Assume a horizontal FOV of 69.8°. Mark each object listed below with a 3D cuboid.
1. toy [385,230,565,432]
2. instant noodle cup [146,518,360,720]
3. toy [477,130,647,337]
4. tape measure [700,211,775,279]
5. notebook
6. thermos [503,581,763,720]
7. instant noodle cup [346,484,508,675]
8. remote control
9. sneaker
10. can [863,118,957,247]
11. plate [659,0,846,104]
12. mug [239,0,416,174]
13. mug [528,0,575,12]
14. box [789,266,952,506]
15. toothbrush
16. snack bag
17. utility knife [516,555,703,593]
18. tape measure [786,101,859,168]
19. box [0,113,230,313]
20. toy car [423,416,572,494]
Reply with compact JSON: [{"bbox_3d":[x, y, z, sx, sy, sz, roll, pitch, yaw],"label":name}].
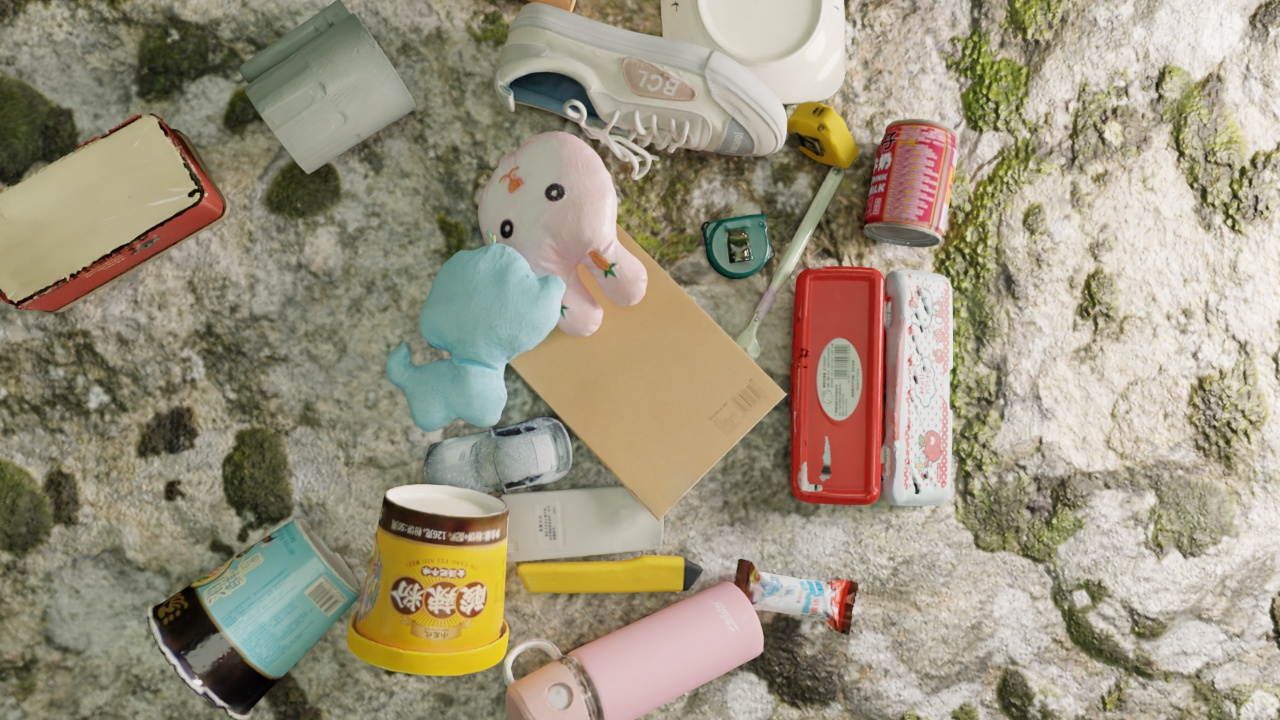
[{"bbox_3d":[-0.132,-0.023,0.728,0.161,0.049,0.156,-5,98,14],"label":"toy"},{"bbox_3d":[-0.283,0.185,0.693,0.120,0.111,0.111,-41,92,-15],"label":"instant noodle cup"},{"bbox_3d":[-0.062,-0.101,0.735,0.121,0.054,0.159,-35,87,21],"label":"toy"},{"bbox_3d":[0.084,-0.097,0.779,0.058,0.025,0.054,-10,88,-6],"label":"tape measure"},{"bbox_3d":[-0.004,0.004,0.758,0.149,0.012,0.211,-44,85,-7],"label":"notebook"},{"bbox_3d":[-0.008,0.230,0.710,0.198,0.067,0.087,-17,57,-24],"label":"thermos"},{"bbox_3d":[-0.152,0.159,0.689,0.118,0.118,0.114,9,93,-6],"label":"instant noodle cup"},{"bbox_3d":[-0.048,0.133,0.757,0.135,0.019,0.056,-4,88,-6],"label":"remote control"},{"bbox_3d":[-0.001,-0.204,0.740,0.242,0.090,0.090,19,70,-1],"label":"sneaker"},{"bbox_3d":[0.229,-0.149,0.777,0.066,0.066,0.093,12,86,-6],"label":"can"},{"bbox_3d":[0.099,-0.303,0.786,0.163,0.034,0.164,-4,88,-6],"label":"plate"},{"bbox_3d":[-0.253,-0.222,0.729,0.103,0.084,0.124,-36,65,-6],"label":"mug"},{"bbox_3d":[-0.105,-0.335,0.748,0.122,0.078,0.078,17,85,-10],"label":"mug"},{"bbox_3d":[0.200,0.022,0.773,0.159,0.065,0.201,2,88,-10],"label":"box"},{"bbox_3d":[0.129,-0.086,0.788,0.029,0.020,0.189,25,82,28],"label":"toothbrush"},{"bbox_3d":[0.129,0.198,0.771,0.104,0.026,0.048,15,73,-6],"label":"snack bag"},{"bbox_3d":[-0.025,0.176,0.758,0.153,0.015,0.033,1,107,-6],"label":"utility knife"},{"bbox_3d":[0.149,-0.189,0.774,0.029,0.057,0.060,-51,133,-8],"label":"tape measure"},{"bbox_3d":[-0.417,-0.114,0.699,0.168,0.077,0.091,-32,92,-7],"label":"box"},{"bbox_3d":[-0.115,0.081,0.745,0.120,0.037,0.054,-12,90,-3],"label":"toy car"}]
